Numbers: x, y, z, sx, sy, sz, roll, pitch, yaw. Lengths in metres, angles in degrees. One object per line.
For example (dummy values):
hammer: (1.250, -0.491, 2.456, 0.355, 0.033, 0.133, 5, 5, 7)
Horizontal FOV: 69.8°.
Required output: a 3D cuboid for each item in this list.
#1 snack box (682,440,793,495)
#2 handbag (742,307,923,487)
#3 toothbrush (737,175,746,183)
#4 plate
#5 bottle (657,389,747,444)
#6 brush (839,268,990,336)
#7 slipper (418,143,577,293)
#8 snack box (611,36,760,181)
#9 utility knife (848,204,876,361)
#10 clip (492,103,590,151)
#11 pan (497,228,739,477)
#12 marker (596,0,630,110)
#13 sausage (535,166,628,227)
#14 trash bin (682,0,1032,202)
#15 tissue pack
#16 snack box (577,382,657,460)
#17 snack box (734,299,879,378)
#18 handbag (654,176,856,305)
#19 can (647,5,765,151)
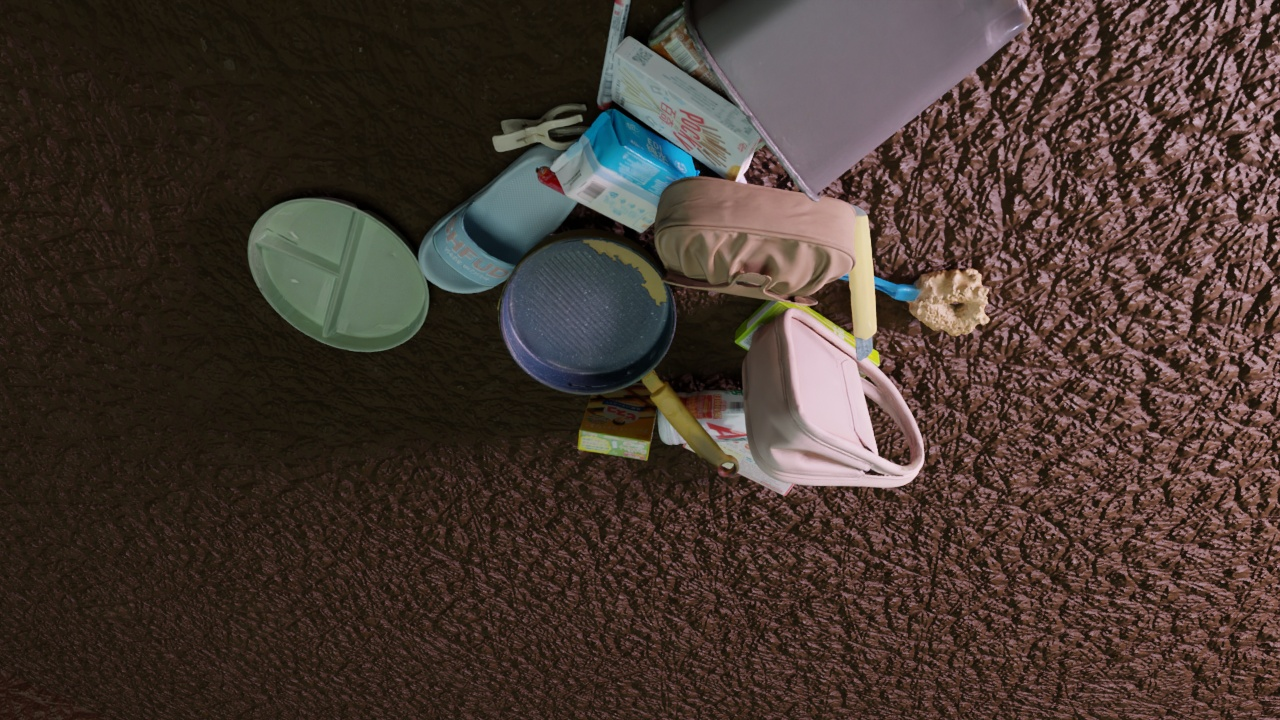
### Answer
snack box: (0.141, 0.118, 1.222, 0.156, 0.026, 0.077, 26, 131, -1)
handbag: (0.231, 0.060, 1.037, 0.234, 0.193, 0.094, 21, 133, -21)
toothbrush: (0.106, -0.192, 0.976, 0.021, 0.029, 0.189, 26, 156, 55)
plate: (-0.371, -0.106, 1.139, 0.230, 0.027, 0.231, 6, 132, 6)
bottle: (0.123, 0.068, 1.145, 0.197, 0.068, 0.068, -3, 130, 11)
brush: (0.269, -0.086, 1.030, 0.255, 0.045, 0.083, 14, 135, 4)
slipper: (-0.156, -0.146, 1.031, 0.104, 0.074, 0.246, 39, 125, -23)
snack box: (0.042, -0.239, 0.884, 0.157, 0.026, 0.085, 36, 166, 6)
utility knife: (0.240, -0.084, 1.003, 0.031, 0.019, 0.177, -4, 99, 17)
clip: (-0.103, -0.235, 0.951, 0.103, 0.076, 0.034, -10, 129, 4)
pan: (-0.006, 0.006, 1.050, 0.198, 0.078, 0.357, -38, 115, 18)
marker: (-0.024, -0.313, 0.897, 0.017, 0.017, 0.146, 14, 132, -1)
sausage: (-0.054, -0.174, 0.984, 0.020, 0.020, 0.155, -33, 144, 33)
trash bin: (0.178, -0.292, 0.770, 0.220, 0.198, 0.198, -32, 119, 25)
tissue pack: (-0.013, -0.196, 0.947, 0.140, 0.063, 0.090, 20, 136, -40)
snack box: (-0.025, 0.070, 1.150, 0.087, 0.140, 0.034, 10, 120, 3)
snack box: (0.201, -0.015, 1.108, 0.156, 0.026, 0.086, 30, 129, -15)
handbag: (0.113, -0.114, 0.943, 0.204, 0.099, 0.148, 8, 159, -3)
can: (0.073, -0.270, 0.888, 0.058, 0.057, 0.147, -29, 120, 31)
